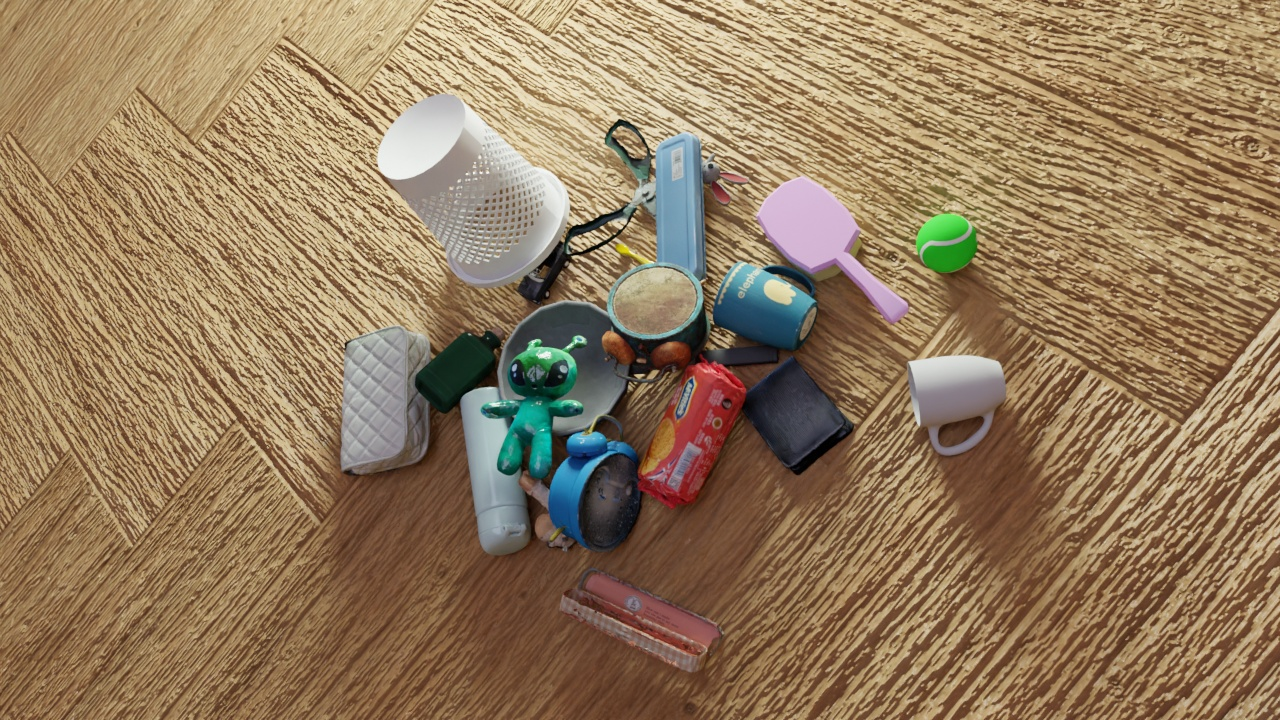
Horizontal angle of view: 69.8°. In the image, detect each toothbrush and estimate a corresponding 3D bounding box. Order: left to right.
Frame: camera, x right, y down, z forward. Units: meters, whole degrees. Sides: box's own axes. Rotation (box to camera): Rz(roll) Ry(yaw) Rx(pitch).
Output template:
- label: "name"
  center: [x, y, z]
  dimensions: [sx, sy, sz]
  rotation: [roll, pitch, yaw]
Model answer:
- label: "toothbrush"
  center: [0.021, -0.119, 1.189]
  dimensions: [0.135, 0.016, 0.021]
  rotation: [31, 85, 26]

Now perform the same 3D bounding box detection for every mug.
- label: "mug"
  center: [0.158, -0.069, 1.083]
  dimensions: [0.104, 0.085, 0.111]
  rotation: [26, 55, 22]
- label: "mug"
  center: [0.339, 0.047, 0.974]
  dimensions: [0.089, 0.071, 0.107]
  rotation: [-9, 97, 11]

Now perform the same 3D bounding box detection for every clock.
- label: "clock"
  center: [-0.049, 0.144, 1.075]
  dimensions: [0.060, 0.116, 0.161]
  rotation: [6, 74, 37]
- label: "clock"
  center: [0.016, -0.035, 1.086]
  dimensions: [0.121, 0.073, 0.157]
  rotation: [9, 58, 16]

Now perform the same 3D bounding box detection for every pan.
- label: "pan"
  center: [-0.007, 0.007, 1.145]
  dimensions: [0.358, 0.041, 0.178]
  rotation: [-5, 72, 16]

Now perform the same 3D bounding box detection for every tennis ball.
- label: "tennis ball"
  center: [0.342, -0.131, 1.025]
  dimensions: [0.065, 0.065, 0.065]
  rotation: [-7, 70, 21]

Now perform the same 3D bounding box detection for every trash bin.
- label: "trash bin"
  center: [-0.227, -0.230, 1.206]
  dimensions: [0.196, 0.199, 0.195]
  rotation: [-14, 56, 22]

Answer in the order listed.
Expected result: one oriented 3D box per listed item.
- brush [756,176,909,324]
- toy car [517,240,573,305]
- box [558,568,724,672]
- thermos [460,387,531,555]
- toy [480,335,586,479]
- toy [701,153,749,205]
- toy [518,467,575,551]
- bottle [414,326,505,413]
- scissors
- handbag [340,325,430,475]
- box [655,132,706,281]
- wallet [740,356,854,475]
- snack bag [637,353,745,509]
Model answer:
- label: "brush"
  center: [0.232, -0.123, 1.082]
  dimensions: [0.089, 0.043, 0.228]
  rotation: [-41, 62, 5]
- label: "toy car"
  center: [-0.130, -0.123, 1.240]
  dimensions: [0.040, 0.037, 0.092]
  rotation: [30, 86, 28]
- label: "box"
  center: [0.000, 0.293, 1.040]
  dimensions: [0.187, 0.085, 0.048]
  rotation: [17, 113, 25]
- label: "thermos"
  center: [-0.183, 0.139, 1.159]
  dimensions: [0.078, 0.065, 0.206]
  rotation: [-42, 54, 50]
- label: "toy"
  center: [-0.123, 0.052, 1.110]
  dimensions: [0.131, 0.072, 0.193]
  rotation: [3, 65, 16]
- label: "toy"
  center: [0.089, -0.243, 1.192]
  dimensions: [0.049, 0.030, 0.112]
  rotation: [-47, 63, -3]
- label: "toy"
  center: [-0.107, 0.181, 1.118]
  dimensions: [0.074, 0.085, 0.106]
  rotation: [-12, 88, -15]
- label: "bottle"
  center: [-0.231, 0.004, 1.215]
  dimensions: [0.061, 0.061, 0.131]
  rotation: [43, 65, 3]
- label: "scissors"
  center: [-0.035, -0.229, 1.239]
  dimensions: [0.202, 0.015, 0.201]
  rotation: [-31, 61, 0]
- label: "handbag"
  center: [-0.349, 0.056, 1.256]
  dimensions: [0.139, 0.072, 0.194]
  rotation: [-14, 68, 28]
- label: "box"
  center: [0.052, -0.189, 1.172]
  dimensions: [0.066, 0.037, 0.209]
  rotation: [-12, 69, 33]
- label: "wallet"
  center: [0.175, 0.062, 1.054]
  dimensions: [0.089, 0.026, 0.115]
  rotation: [-41, 62, 7]
- label: "snack bag"
  center: [0.061, 0.086, 1.061]
  dimensions: [0.082, 0.082, 0.176]
  rotation: [28, 92, 28]
